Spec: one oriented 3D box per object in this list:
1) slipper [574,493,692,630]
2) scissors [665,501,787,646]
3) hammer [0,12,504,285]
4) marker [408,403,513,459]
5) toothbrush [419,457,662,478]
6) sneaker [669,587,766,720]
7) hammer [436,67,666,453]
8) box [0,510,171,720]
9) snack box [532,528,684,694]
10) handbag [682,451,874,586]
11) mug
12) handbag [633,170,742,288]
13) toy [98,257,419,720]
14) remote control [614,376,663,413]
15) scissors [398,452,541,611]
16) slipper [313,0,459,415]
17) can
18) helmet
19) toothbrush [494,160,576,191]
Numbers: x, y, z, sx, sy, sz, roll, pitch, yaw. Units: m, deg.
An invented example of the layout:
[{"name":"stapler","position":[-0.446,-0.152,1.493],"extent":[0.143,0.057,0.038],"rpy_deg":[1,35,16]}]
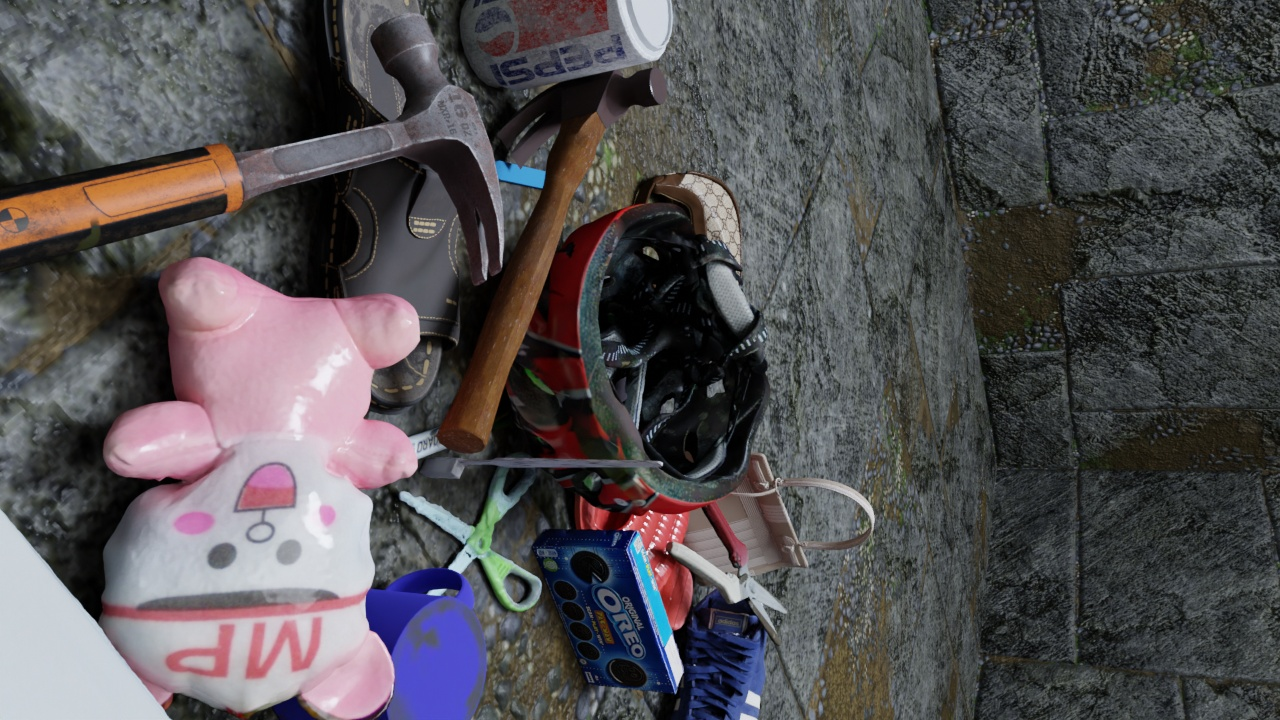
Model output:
[{"name":"slipper","position":[0.011,0.160,0.812],"extent":[0.249,0.059,0.103],"rpy_deg":[65,35,-38]},{"name":"scissors","position":[0.078,0.182,0.828],"extent":[0.179,0.015,0.187],"rpy_deg":[2,73,-56]},{"name":"hammer","position":[-0.189,-0.059,0.384],"extent":[0.313,0.035,0.138],"rpy_deg":[-29,95,-42]},{"name":"marker","position":[-0.130,0.051,0.599],"extent":[0.146,0.017,0.017],"rpy_deg":[-20,105,-61]},{"name":"toothbrush","position":[-0.065,0.065,0.545],"extent":[0.010,0.182,0.010],"rpy_deg":[50,48,-41]},{"name":"sneaker","position":[0.071,0.310,0.856],"extent":[0.232,0.091,0.119],"rpy_deg":[-49,145,-55]},{"name":"hammer","position":[-0.065,-0.081,0.586],"extent":[0.033,0.115,0.322],"rpy_deg":[57,37,-42]},{"name":"box","position":[-0.217,0.115,0.287],"extent":[0.106,0.125,0.216],"rpy_deg":[-38,124,-28]},{"name":"snack box","position":[-0.022,0.197,0.720],"extent":[0.027,0.082,0.150],"rpy_deg":[-55,133,-51]},{"name":"handbag","position":[0.123,0.144,0.873],"extent":[0.176,0.198,0.062],"rpy_deg":[65,35,-36]},{"name":"mug","position":[-0.135,0.157,0.508],"extent":[0.111,0.084,0.079],"rpy_deg":[-53,133,-50]},{"name":"handbag","position":[0.040,-0.102,0.906],"extent":[0.138,0.063,0.166],"rpy_deg":[-3,94,-46]},{"name":"toy","position":[-0.177,0.063,0.431],"extent":[0.141,0.084,0.213],"rpy_deg":[11,72,-36]},{"name":"remote control","position":[-0.009,0.030,0.838],"extent":[0.124,0.009,0.046],"rpy_deg":[47,48,-51]},{"name":"scissors","position":[-0.113,0.120,0.635],"extent":[0.171,0.023,0.167],"rpy_deg":[55,47,-49]},{"name":"slipper","position":[-0.138,-0.103,0.535],"extent":[0.112,0.076,0.268],"rpy_deg":[0,88,-62]},{"name":"can","position":[-0.052,-0.238,0.644],"extent":[0.078,0.136,0.078],"rpy_deg":[10,79,-61]},{"name":"helmet","position":[-0.004,0.004,0.676],"extent":[0.217,0.167,0.271],"rpy_deg":[63,27,-13]},{"name":"toothbrush","position":[-0.090,-0.142,0.696],"extent":[0.166,0.014,0.016],"rpy_deg":[-7,93,-63]}]
